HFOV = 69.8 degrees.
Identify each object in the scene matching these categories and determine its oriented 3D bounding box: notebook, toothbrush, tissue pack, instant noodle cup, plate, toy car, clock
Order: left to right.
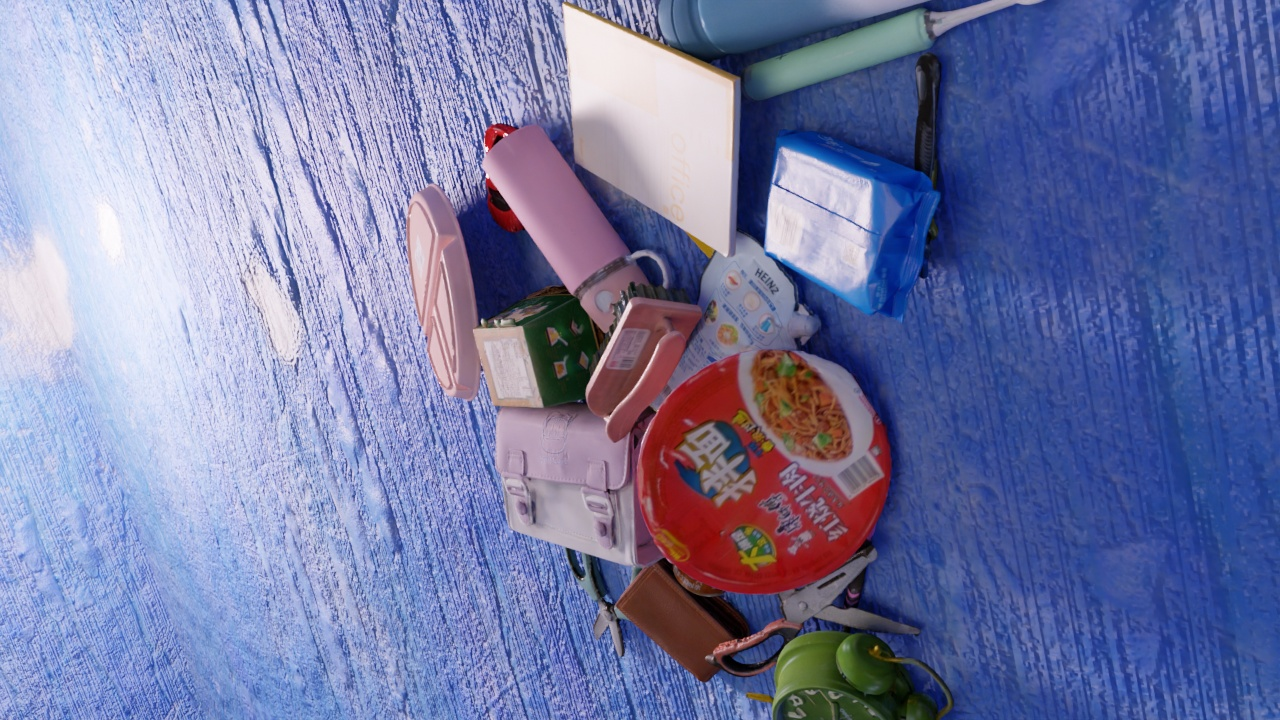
[{"bbox_3d":[-0.209,-0.068,0.958,0.230,0.028,0.229,169,90,-69],"label":"plate"},{"bbox_3d":[-0.131,-0.176,0.894,0.049,0.031,0.106,26,127,36],"label":"toy car"},{"bbox_3d":[0.005,-0.184,0.721,0.206,0.010,0.146,39,145,37],"label":"notebook"},{"bbox_3d":[0.091,0.079,0.707,0.066,0.194,0.194,-107,5,-77],"label":"instant noodle cup"},{"bbox_3d":[0.140,-0.096,0.623,0.157,0.052,0.095,42,136,50],"label":"tissue pack"},{"bbox_3d":[0.176,0.189,0.758,0.014,0.017,0.189,20,120,28],"label":"toothbrush"},{"bbox_3d":[0.175,0.277,0.746,0.162,0.056,0.116,-34,102,35],"label":"clock"},{"bbox_3d":[0.157,-0.207,0.594,0.225,0.027,0.026,-3,112,46],"label":"toothbrush"}]

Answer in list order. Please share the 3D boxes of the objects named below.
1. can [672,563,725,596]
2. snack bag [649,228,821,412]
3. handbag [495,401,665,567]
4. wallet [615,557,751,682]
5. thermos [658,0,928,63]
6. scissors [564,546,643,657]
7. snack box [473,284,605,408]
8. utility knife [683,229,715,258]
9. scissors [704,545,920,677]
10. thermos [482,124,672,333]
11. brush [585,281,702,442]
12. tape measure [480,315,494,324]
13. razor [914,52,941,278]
[{"bbox_3d":[0.073,0.142,0.810,0.058,0.057,0.148,38,130,28],"label":"can"},{"bbox_3d":[0.069,-0.010,0.762,0.110,0.038,0.192,55,136,22],"label":"snack bag"},{"bbox_3d":[-0.054,0.111,0.902,0.197,0.098,0.145,3,104,44],"label":"handbag"},{"bbox_3d":[0.041,0.253,0.901,0.124,0.032,0.101,41,133,10],"label":"wallet"},{"bbox_3d":[0.105,-0.247,0.600,0.221,0.070,0.070,2,109,44],"label":"thermos"},{"bbox_3d":[-0.021,0.246,0.980,0.179,0.019,0.173,-7,101,45],"label":"scissors"},{"bbox_3d":[-0.088,-0.005,0.871,0.118,0.105,0.117,-1,107,46],"label":"snack box"},{"bbox_3d":[0.023,-0.140,0.767,0.154,0.015,0.033,51,153,15],"label":"utility knife"},{"bbox_3d":[0.121,0.211,0.776,0.223,0.015,0.189,14,123,21],"label":"scissors"},{"bbox_3d":[-0.053,-0.118,0.814,0.087,0.067,0.198,-39,82,25],"label":"thermos"},{"bbox_3d":[-0.005,0.005,0.770,0.146,0.063,0.073,-60,35,41],"label":"brush"},{"bbox_3d":[-0.143,-0.021,0.969,0.057,0.039,0.058,49,140,18],"label":"tape measure"},{"bbox_3d":[0.186,-0.128,0.605,0.043,0.022,0.143,37,134,57],"label":"razor"}]
